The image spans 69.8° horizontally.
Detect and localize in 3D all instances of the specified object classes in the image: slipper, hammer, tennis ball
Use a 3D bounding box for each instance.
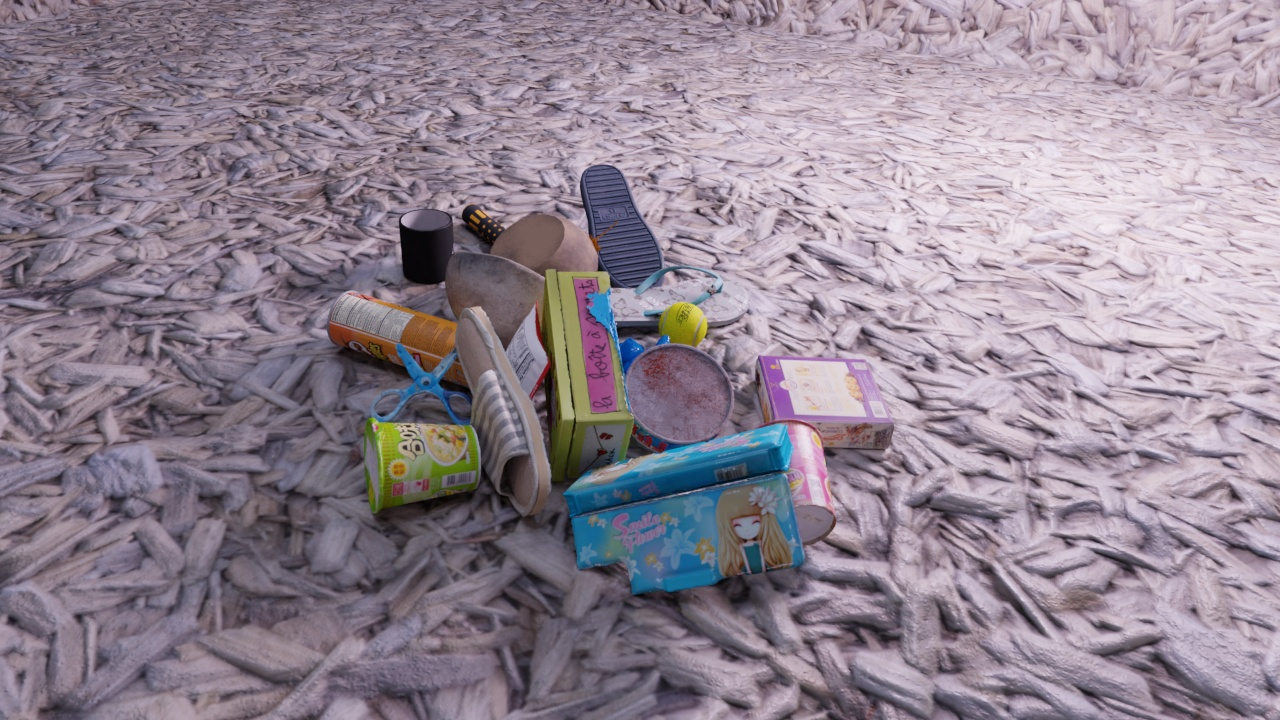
[{"bbox_3d":[-0.162,0.050,1.003,0.054,0.115,0.272,-8,49,-25],"label":"slipper"},{"bbox_3d":[-0.188,-0.170,1.443,0.123,0.036,0.320,-19,42,-33],"label":"hammer"},{"bbox_3d":[0.049,-0.090,1.309,0.268,0.055,0.098,-8,48,-24],"label":"slipper"},{"bbox_3d":[0.058,-0.046,1.248,0.065,0.065,0.065,3,33,-2],"label":"tennis ball"},{"bbox_3d":[-0.038,-0.191,1.436,0.101,0.083,0.263,-11,59,-13],"label":"slipper"}]

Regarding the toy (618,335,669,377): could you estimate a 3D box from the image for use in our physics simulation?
[{"bbox_3d":[-0.007,0.007,1.162,0.112,0.071,0.176,-4,32,-32],"label":"toy"}]

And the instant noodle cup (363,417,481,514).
[{"bbox_3d":[-0.229,0.107,0.965,0.107,0.099,0.099,-2,33,-25],"label":"instant noodle cup"}]

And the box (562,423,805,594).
[{"bbox_3d":[0.039,0.136,0.905,0.227,0.086,0.169,-15,40,16],"label":"box"}]

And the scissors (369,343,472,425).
[{"bbox_3d":[-0.252,0.038,1.088,0.139,0.011,0.134,40,77,5],"label":"scissors"}]

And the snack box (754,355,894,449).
[{"bbox_3d":[0.224,0.049,1.144,0.148,0.041,0.143,2,33,-3],"label":"snack box"}]

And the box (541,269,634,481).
[{"bbox_3d":[-0.068,0.013,1.044,0.082,0.125,0.220,-3,53,-13],"label":"box"}]

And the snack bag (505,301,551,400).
[{"bbox_3d":[-0.145,0.016,1.077,0.039,0.131,0.144,20,26,-24],"label":"snack bag"}]

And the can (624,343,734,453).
[{"bbox_3d":[0.041,0.047,1.073,0.130,0.044,0.129,5,61,-9],"label":"can"}]

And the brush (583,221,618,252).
[{"bbox_3d":[-0.088,-0.169,1.366,0.126,0.017,0.048,-40,51,-7],"label":"brush"}]

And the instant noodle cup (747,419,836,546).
[{"bbox_3d":[0.158,0.134,0.968,0.097,0.098,0.108,0,41,-7],"label":"instant noodle cup"}]

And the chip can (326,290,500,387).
[{"bbox_3d":[-0.288,-0.026,1.169,0.215,0.075,0.075,17,35,18],"label":"chip can"}]

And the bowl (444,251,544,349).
[{"bbox_3d":[-0.181,-0.063,1.188,0.178,0.178,0.081,15,68,16],"label":"bowl"}]

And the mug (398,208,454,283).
[{"bbox_3d":[-0.324,-0.181,1.389,0.078,0.088,0.113,-6,35,-16],"label":"mug"}]

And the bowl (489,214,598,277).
[{"bbox_3d":[-0.147,-0.142,1.307,0.162,0.070,0.162,-13,48,15],"label":"bowl"}]
